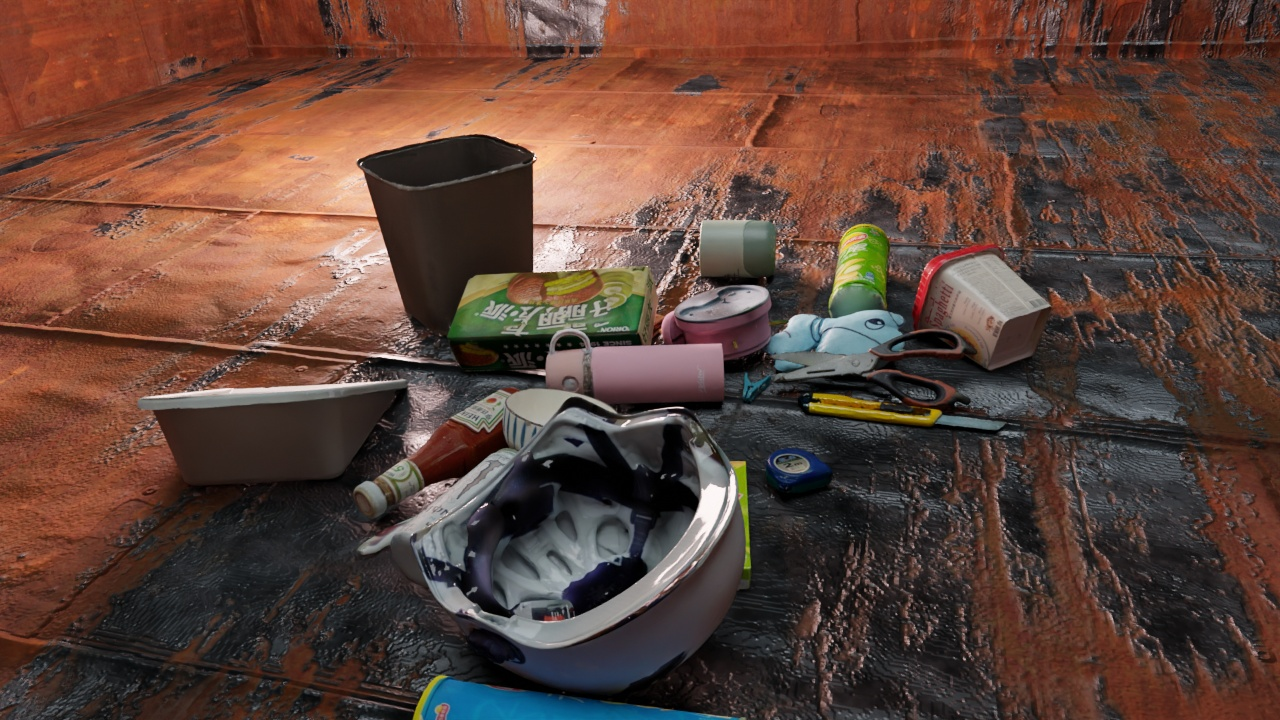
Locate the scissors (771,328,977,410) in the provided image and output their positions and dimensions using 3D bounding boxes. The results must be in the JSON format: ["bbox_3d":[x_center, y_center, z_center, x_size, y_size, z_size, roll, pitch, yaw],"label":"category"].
[{"bbox_3d":[0.263,0.012,1.024,0.197,0.015,0.213,-38,59,-15],"label":"scissors"}]

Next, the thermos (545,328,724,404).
[{"bbox_3d":[-0.006,0.006,1.028,0.198,0.087,0.067,0,16,4],"label":"thermos"}]

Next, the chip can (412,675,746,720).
[{"bbox_3d":[-0.039,0.253,0.593,0.210,0.071,0.071,3,29,12],"label":"chip can"}]

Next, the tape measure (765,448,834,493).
[{"bbox_3d":[0.149,0.108,0.889,0.058,0.025,0.054,-10,27,-20],"label":"tape measure"}]

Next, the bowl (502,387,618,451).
[{"bbox_3d":[-0.082,0.078,0.911,0.116,0.066,0.116,11,16,-3],"label":"bowl"}]

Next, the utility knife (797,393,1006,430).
[{"bbox_3d":[0.276,0.055,0.982,0.218,0.015,0.033,6,33,16],"label":"utility knife"}]

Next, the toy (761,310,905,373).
[{"bbox_3d":[0.238,-0.022,1.093,0.161,0.050,0.156,-35,44,-26],"label":"toy"}]

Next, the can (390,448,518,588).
[{"bbox_3d":[-0.156,0.139,0.829,0.058,0.058,0.146,13,33,28],"label":"can"}]

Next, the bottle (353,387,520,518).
[{"bbox_3d":[-0.192,0.092,0.917,0.060,0.060,0.205,20,36,35],"label":"bottle"}]

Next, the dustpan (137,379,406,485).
[{"bbox_3d":[-0.388,0.033,0.964,0.223,0.143,0.257,-3,30,0],"label":"dustpan"}]

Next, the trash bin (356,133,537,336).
[{"bbox_3d":[-0.245,-0.172,1.240,0.198,0.220,0.199,-22,34,-29],"label":"trash bin"}]

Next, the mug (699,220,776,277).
[{"bbox_3d":[0.143,-0.160,1.334,0.106,0.082,0.111,1,-2,8],"label":"mug"}]

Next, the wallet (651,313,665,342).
[{"bbox_3d":[-0.040,-0.043,1.183,0.125,0.032,0.101,17,32,31],"label":"wallet"}]

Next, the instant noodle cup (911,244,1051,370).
[{"bbox_3d":[0.406,-0.060,1.091,0.116,0.116,0.124,-16,42,-21],"label":"instant noodle cup"}]

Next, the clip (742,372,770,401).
[{"bbox_3d":[0.127,0.030,1.045,0.034,0.013,0.054,5,30,17],"label":"clip"}]

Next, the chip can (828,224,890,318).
[{"bbox_3d":[0.295,-0.112,1.226,0.073,0.073,0.220,5,30,14],"label":"chip can"}]

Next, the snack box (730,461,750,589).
[{"bbox_3d":[0.055,0.144,0.831,0.086,0.026,0.156,0,28,5],"label":"snack box"}]

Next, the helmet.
[{"bbox_3d":[-0.027,0.154,0.683,0.259,0.146,0.228,10,45,43],"label":"helmet"}]

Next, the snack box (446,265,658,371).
[{"bbox_3d":[-0.104,-0.050,1.114,0.240,0.063,0.114,-1,47,14],"label":"snack box"}]

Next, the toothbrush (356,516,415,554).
[{"bbox_3d":[-0.187,0.137,0.879,0.187,0.017,0.016,-27,36,-37],"label":"toothbrush"}]

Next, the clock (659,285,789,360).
[{"bbox_3d":[0.092,-0.047,1.126,0.117,0.060,0.159,-28,25,-31],"label":"clock"}]
